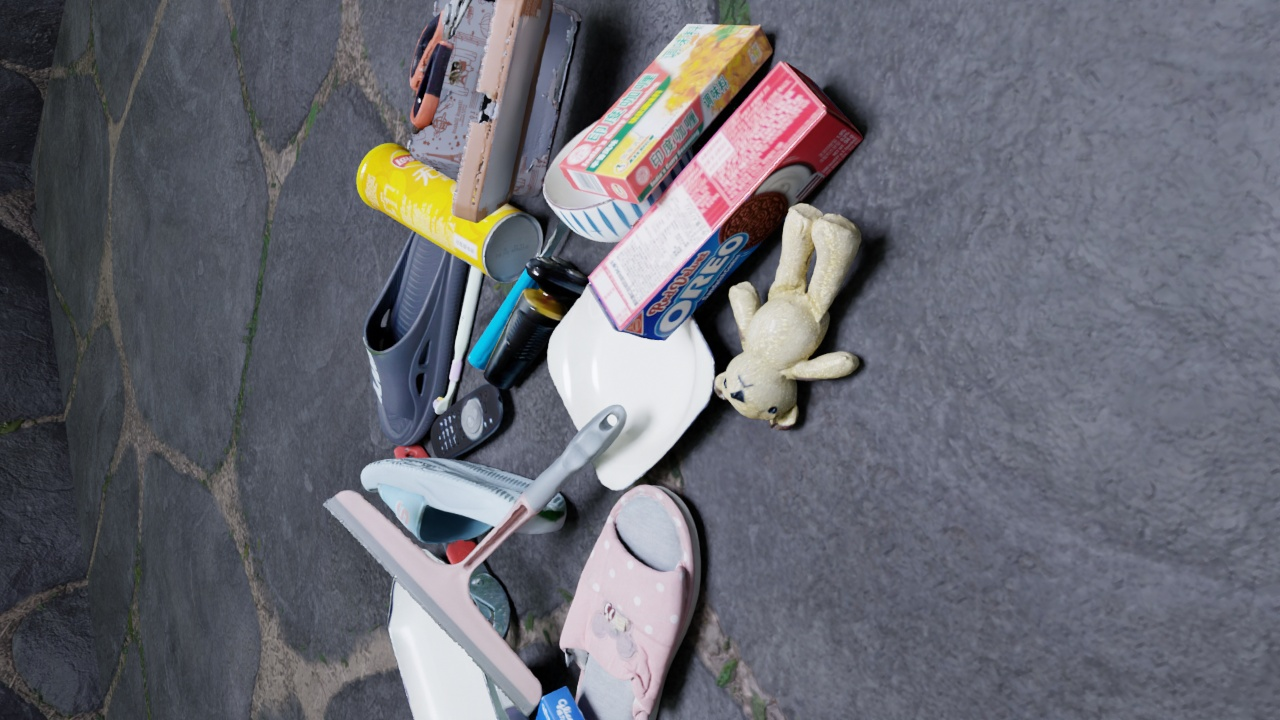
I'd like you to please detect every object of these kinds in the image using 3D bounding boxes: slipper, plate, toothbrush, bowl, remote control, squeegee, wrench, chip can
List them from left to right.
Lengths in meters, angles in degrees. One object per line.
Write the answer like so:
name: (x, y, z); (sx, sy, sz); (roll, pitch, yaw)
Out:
slipper: (-0.257, -0.037, 0.983); (0.111, 0.083, 0.268); (32, 111, 43)
chip can: (-0.189, -0.147, 0.892); (0.213, 0.071, 0.072); (31, 113, 35)
wrench: (-0.197, 0.182, 0.949); (0.273, 0.056, 0.016); (55, 152, 37)
plate: (-0.193, 0.326, 0.952); (0.162, 0.034, 0.265); (-49, 56, 36)
toothbrush: (-0.185, -0.032, 0.950); (0.020, 0.029, 0.190); (18, 107, 3)
slipper: (-0.169, 0.140, 0.875); (0.246, 0.103, 0.074); (6, 91, 41)
remote control: (-0.172, 0.063, 0.932); (0.137, 0.024, 0.053); (-31, 66, 43)
remote control: (-0.120, 0.296, 0.829); (0.135, 0.019, 0.056); (96, 154, -62)
squeegee: (-0.094, 0.121, 0.752); (0.247, 0.040, 0.250); (46, 105, 5)
slipper: (-0.018, 0.228, 0.740); (0.114, 0.054, 0.275); (30, 114, 43)
bowl: (-0.009, -0.133, 0.702); (0.117, 0.066, 0.116); (-19, 43, 18)
plate: (-0.004, 0.004, 0.737); (0.164, 0.034, 0.164); (-50, 56, 36)

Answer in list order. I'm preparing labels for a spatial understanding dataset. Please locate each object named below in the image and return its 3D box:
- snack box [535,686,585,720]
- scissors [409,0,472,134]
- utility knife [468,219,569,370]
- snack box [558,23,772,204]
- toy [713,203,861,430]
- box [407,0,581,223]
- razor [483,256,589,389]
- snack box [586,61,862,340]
snack box: (-0.065, 0.353, 0.781); (0.084, 0.026, 0.157); (53, 145, 33)
scissors: (-0.155, -0.255, 0.736); (0.205, 0.015, 0.197); (49, 126, 57)
utility knife: (-0.106, -0.067, 0.854); (0.018, 0.034, 0.217); (52, 125, 22)
snack box: (0.018, -0.178, 0.651); (0.077, 0.027, 0.155); (23, 68, 46)
toy: (0.096, -0.027, 0.602); (0.105, 0.066, 0.157); (32, 122, 25)
box: (-0.123, -0.230, 0.797); (0.273, 0.125, 0.179); (-127, 50, -62)
razor: (-0.102, -0.031, 0.840); (0.168, 0.062, 0.067); (-53, 23, 41)
snack box: (0.052, -0.102, 0.631); (0.208, 0.057, 0.058); (-45, 58, 25)
